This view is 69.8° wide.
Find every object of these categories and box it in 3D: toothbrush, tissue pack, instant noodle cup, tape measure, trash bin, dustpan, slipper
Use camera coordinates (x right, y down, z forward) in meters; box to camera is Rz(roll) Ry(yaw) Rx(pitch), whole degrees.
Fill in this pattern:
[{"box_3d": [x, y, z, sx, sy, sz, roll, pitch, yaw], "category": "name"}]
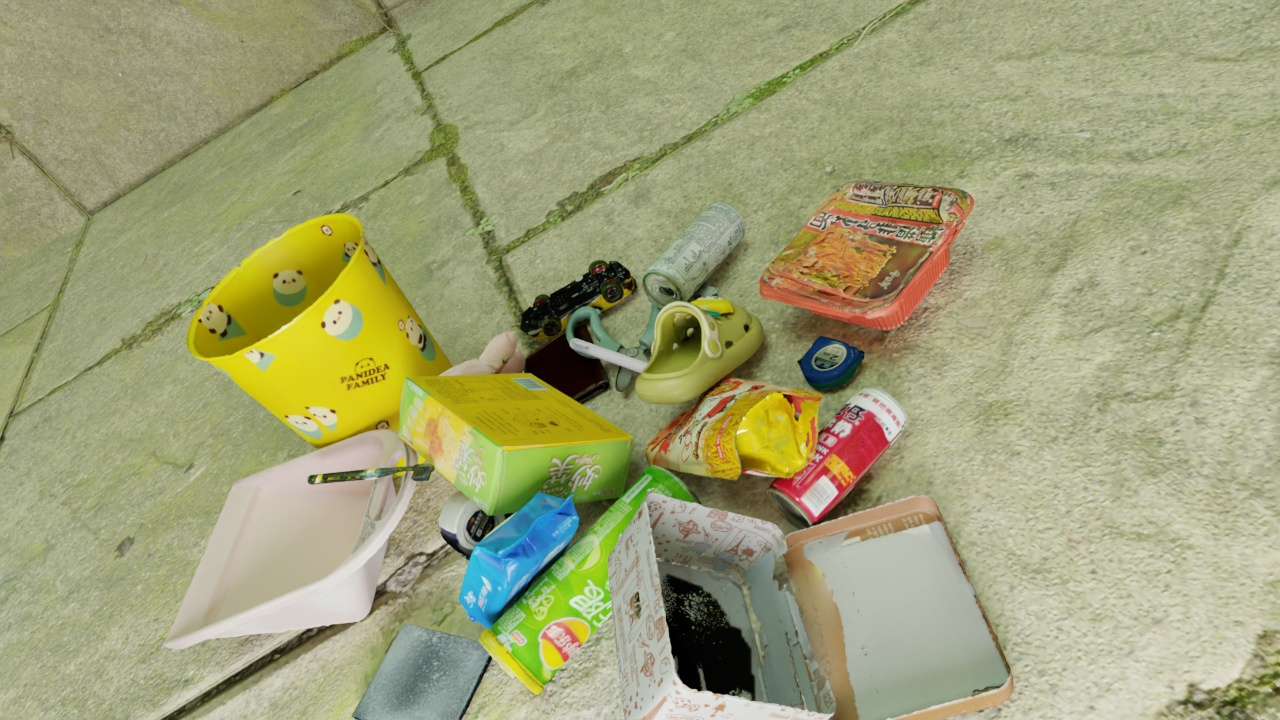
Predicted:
[{"box_3d": [-0.006, 0.006, 1.003, 0.189, 0.021, 0.029, 21, 65, 34], "category": "toothbrush"}, {"box_3d": [-0.111, 0.175, 0.818, 0.052, 0.158, 0.094, 43, 52, 12], "category": "tissue pack"}, {"box_3d": [0.232, -0.100, 0.934, 0.165, 0.079, 0.188, 20, 60, 46], "category": "instant noodle cup"}, {"box_3d": [0.184, 0.004, 0.896, 0.054, 0.025, 0.058, -47, 36, -16], "category": "tape measure"}, {"box_3d": [-0.170, 0.163, 0.932, 0.034, 0.066, 0.065, 11, 55, 43], "category": "tape measure"}, {"box_3d": [-0.278, 0.119, 0.932, 0.186, 0.012, 0.017, -9, 55, 33], "category": "toothbrush"}, {"box_3d": [-0.352, -0.003, 1.086, 0.230, 0.255, 0.229, -19, 40, 16], "category": "trash bin"}, {"box_3d": [-0.360, 0.166, 0.965, 0.273, 0.139, 0.222, -2, 43, -1], "category": "dustpan"}, {"box_3d": [0.058, -0.022, 0.933, 0.092, 0.082, 0.190, 0, 26, 34], "category": "slipper"}]

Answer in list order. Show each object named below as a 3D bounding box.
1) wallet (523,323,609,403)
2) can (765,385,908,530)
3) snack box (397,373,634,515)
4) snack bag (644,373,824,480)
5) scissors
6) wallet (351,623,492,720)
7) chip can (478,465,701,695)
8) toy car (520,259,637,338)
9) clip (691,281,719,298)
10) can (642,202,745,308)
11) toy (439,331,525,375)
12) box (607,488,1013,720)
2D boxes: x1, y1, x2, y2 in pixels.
[{"box_3d": [-0.092, 0.015, 1.082, 0.096, 0.020, 0.122, -32, 38, 7], "category": "wallet"}, {"box_3d": [0.171, 0.084, 0.793, 0.132, 0.053, 0.053, -44, 39, -15], "category": "can"}, {"box_3d": [-0.131, 0.076, 0.928, 0.157, 0.070, 0.210, -1, 18, -39], "category": "snack box"}, {"box_3d": [0.080, 0.061, 0.840, 0.128, 0.073, 0.208, -43, 14, -13], "category": "snack bag"}, {"box_3d": [-0.026, -0.029, 1.066, 0.179, 0.019, 0.172, 4, 49, 22], "category": "scissors"}, {"box_3d": [-0.199, 0.298, 0.845, 0.121, 0.019, 0.097, 1, 50, 34], "category": "wallet"}, {"box_3d": [-0.038, 0.188, 0.808, 0.221, 0.072, 0.072, -44, 39, -14], "category": "chip can"}, {"box_3d": [-0.080, -0.073, 1.150, 0.156, 0.041, 0.071, -29, 37, 1], "category": "toy car"}, {"box_3d": [0.078, -0.077, 1.067, 0.024, 0.029, 0.057, -36, 28, -9], "category": "clip"}, {"box_3d": [0.064, -0.123, 1.078, 0.058, 0.058, 0.146, 9, 45, 40], "category": "can"}, {"box_3d": [-0.195, 0.034, 1.052, 0.054, 0.121, 0.159, 41, 77, 21], "category": "toy"}, {"box_3d": [0.114, 0.193, 0.683, 0.274, 0.124, 0.178, -2, 39, -6], "category": "box"}]
